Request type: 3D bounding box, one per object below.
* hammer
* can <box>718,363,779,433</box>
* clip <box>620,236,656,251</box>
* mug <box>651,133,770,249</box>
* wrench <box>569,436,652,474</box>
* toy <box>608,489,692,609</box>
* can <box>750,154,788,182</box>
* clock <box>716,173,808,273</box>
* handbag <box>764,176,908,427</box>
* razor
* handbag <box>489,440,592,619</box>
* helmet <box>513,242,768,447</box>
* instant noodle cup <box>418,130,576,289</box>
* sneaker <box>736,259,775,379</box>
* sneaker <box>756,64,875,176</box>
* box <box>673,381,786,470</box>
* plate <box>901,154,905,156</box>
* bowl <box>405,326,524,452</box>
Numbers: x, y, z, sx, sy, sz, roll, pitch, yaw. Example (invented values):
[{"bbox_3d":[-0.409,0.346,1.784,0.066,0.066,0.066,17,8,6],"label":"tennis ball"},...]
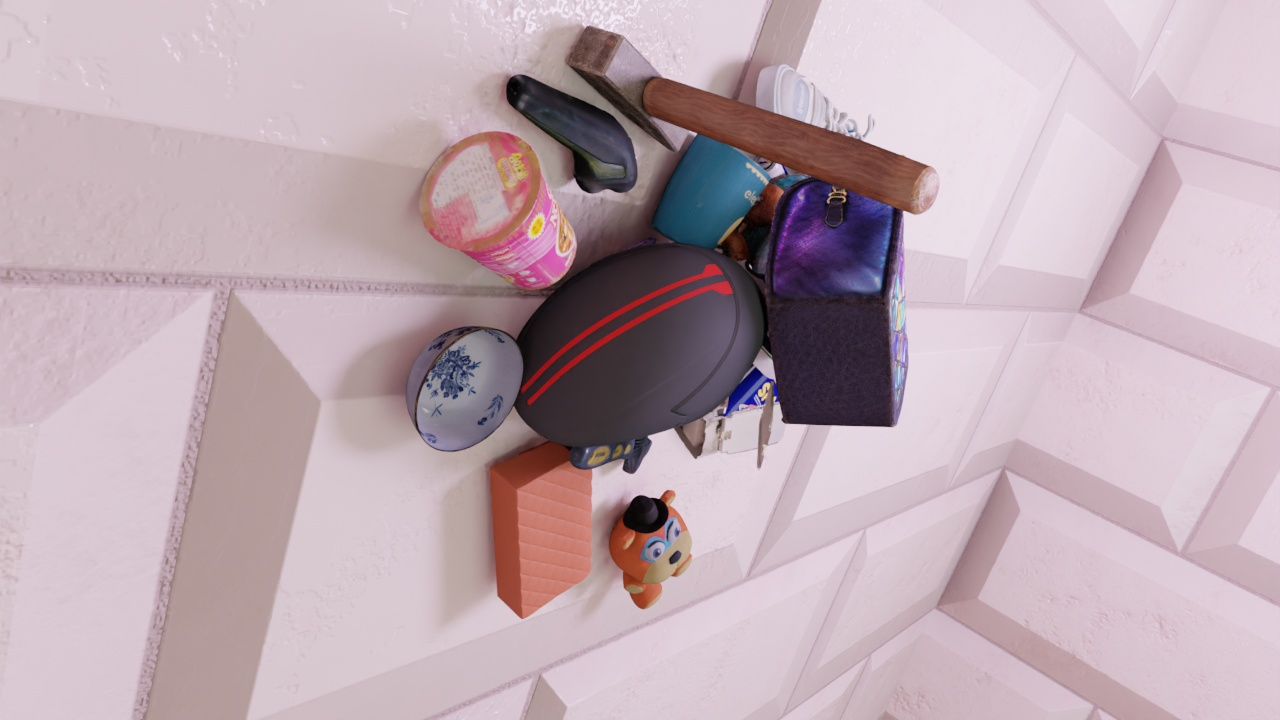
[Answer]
[{"bbox_3d":[0.096,-0.176,0.723,0.157,0.301,0.037,25,94,-57],"label":"hammer"},{"bbox_3d":[0.131,0.051,1.167,0.092,0.056,0.116,-46,146,-7],"label":"can"},{"bbox_3d":[-0.002,-0.105,0.915,0.051,0.013,0.035,-34,141,-39],"label":"clip"},{"bbox_3d":[0.065,-0.158,0.914,0.104,0.084,0.112,-57,176,6],"label":"mug"},{"bbox_3d":[-0.026,0.091,0.957,0.073,0.022,0.273,-67,167,4],"label":"wrench"},{"bbox_3d":[0.011,0.226,1.127,0.112,0.096,0.176,-42,132,-25],"label":"toy"},{"bbox_3d":[0.153,-0.200,1.032,0.032,0.032,0.095,-58,147,-4],"label":"can"},{"bbox_3d":[0.152,-0.140,1.013,0.157,0.073,0.122,-3,139,-36],"label":"clock"},{"bbox_3d":[0.204,-0.063,0.924,0.221,0.126,0.205,-69,153,-45],"label":"handbag"},{"bbox_3d":[-0.057,-0.183,0.752,0.067,0.054,0.151,-50,144,15],"label":"razor"},{"bbox_3d":[-0.098,0.164,0.945,0.108,0.060,0.172,-23,130,-36],"label":"handbag"},{"bbox_3d":[0.004,-0.020,0.832,0.264,0.164,0.170,-29,166,-5],"label":"helmet"},{"bbox_3d":[-0.100,-0.107,0.712,0.097,0.098,0.108,-57,154,-6],"label":"instant noodle cup"},{"bbox_3d":[0.141,-0.046,1.032,0.079,0.084,0.235,-37,151,11],"label":"sneaker"},{"bbox_3d":[0.200,-0.250,0.984,0.242,0.091,0.089,20,75,-60],"label":"sneaker"},{"bbox_3d":[0.115,0.050,1.002,0.106,0.193,0.144,-14,134,-20],"label":"box"},{"bbox_3d":[0.260,-0.167,1.171,0.229,0.021,0.230,-46,165,-17],"label":"plate"},{"bbox_3d":[-0.155,0.016,0.769,0.114,0.045,0.114,-33,139,-35],"label":"bowl"}]
